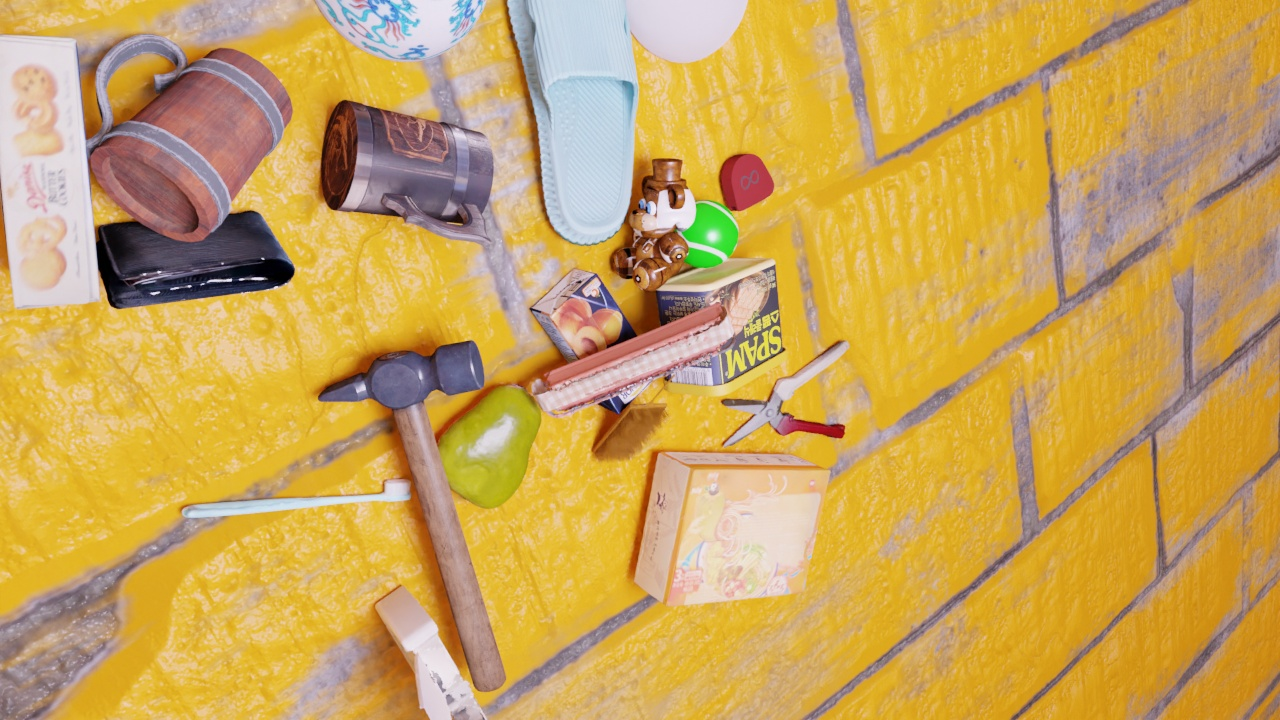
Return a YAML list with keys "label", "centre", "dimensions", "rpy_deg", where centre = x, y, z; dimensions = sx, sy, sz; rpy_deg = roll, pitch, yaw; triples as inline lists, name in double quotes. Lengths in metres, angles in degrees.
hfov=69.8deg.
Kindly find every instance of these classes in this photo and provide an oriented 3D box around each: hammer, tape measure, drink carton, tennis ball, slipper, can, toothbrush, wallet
- label: "hammer"
  centre: [-0.166, 0.145, 0.774]
  dimensions: [0.129, 0.040, 0.322]
  rpy_deg: [-11, 109, 2]
- label: "tape measure"
  centre: [0.107, -0.183, 0.924]
  dimensions: [0.058, 0.019, 0.051]
  rpy_deg: [-32, 117, -32]
- label: "drink carton"
  centre: [-0.040, -0.016, 0.856]
  dimensions: [0.064, 0.040, 0.130]
  rpy_deg: [-44, 124, -17]
- label: "tennis ball"
  centre: [0.061, -0.121, 0.880]
  dimensions: [0.065, 0.065, 0.065]
  rpy_deg: [-10, 108, -33]
- label: "slipper"
  centre: [-0.044, -0.231, 0.777]
  dimensions: [0.115, 0.069, 0.276]
  rpy_deg: [-18, 113, -33]
- label: "can"
  centre: [0.079, -0.036, 0.893]
  dimensions: [0.134, 0.075, 0.104]
  rpy_deg: [-25, 113, -47]
- label: "toothbrush"
  centre: [-0.273, 0.113, 0.745]
  dimensions: [0.180, 0.016, 0.016]
  rpy_deg: [-2, 107, -35]
- label: "wallet"
  centre: [-0.305, -0.074, 0.625]
  dimensions: [0.114, 0.089, 0.026]
  rpy_deg: [-13, 128, -33]

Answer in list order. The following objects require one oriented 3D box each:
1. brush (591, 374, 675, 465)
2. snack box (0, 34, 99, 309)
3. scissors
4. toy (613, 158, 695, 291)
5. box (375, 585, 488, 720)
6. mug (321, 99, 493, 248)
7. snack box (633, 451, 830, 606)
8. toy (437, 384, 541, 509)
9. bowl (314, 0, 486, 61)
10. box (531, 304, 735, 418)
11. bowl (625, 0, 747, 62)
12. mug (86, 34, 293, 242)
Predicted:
- label: "brush"
  centre: [0.001, 0.058, 0.870]
  dimensions: [0.048, 0.017, 0.127]
  rpy_deg: [0, 144, -35]
- label: "snack box"
  centre: [-0.355, -0.114, 0.543]
  dimensions: [0.042, 0.145, 0.144]
  rpy_deg: [-6, 106, -33]
- label: "scissors"
  centre: [0.177, 0.045, 1.040]
  dimensions: [0.198, 0.015, 0.179]
  rpy_deg: [33, 85, -36]
- label: "toy"
  centre: [0.016, -0.125, 0.833]
  dimensions: [0.067, 0.087, 0.113]
  rpy_deg: [-7, 111, -23]
- label: "box"
  centre: [-0.169, 0.285, 0.761]
  dimensions: [0.080, 0.180, 0.143]
  rpy_deg: [-33, 112, -23]
- label: "mug"
  centre: [-0.171, -0.133, 0.690]
  dimensions: [0.107, 0.115, 0.080]
  rpy_deg: [3, 141, -37]
- label: "snack box"
  centre: [0.094, 0.174, 0.976]
  dimensions: [0.195, 0.081, 0.145]
  rpy_deg: [5, 99, -36]
- label: "toy"
  centre: [-0.128, 0.074, 0.810]
  dimensions: [0.090, 0.051, 0.110]
  rpy_deg: [41, 83, -28]
- label: "bowl"
  centre: [-0.164, -0.295, 0.669]
  dimensions: [0.143, 0.074, 0.144]
  rpy_deg: [-10, 109, -32]
- label: "box"
  centre: [-0.004, 0.006, 0.805]
  dimensions: [0.187, 0.056, 0.067]
  rpy_deg: [-23, 136, 5]
- label: "bowl"
  centre: [0.048, -0.346, 0.822]
  dimensions: [0.149, 0.043, 0.150]
  rpy_deg: [-10, 109, -32]
- label: "mug"
  centre: [-0.303, -0.154, 0.600]
  dimensions: [0.117, 0.082, 0.110]
  rpy_deg: [31, 55, -12]
